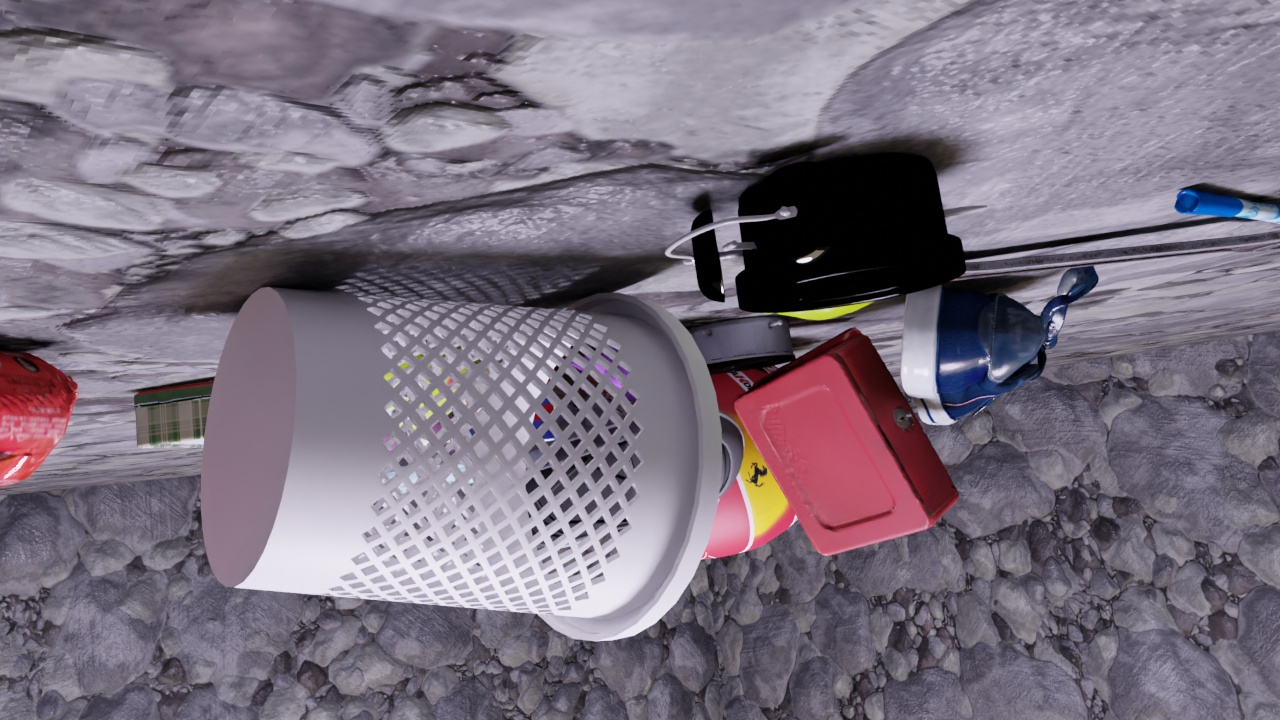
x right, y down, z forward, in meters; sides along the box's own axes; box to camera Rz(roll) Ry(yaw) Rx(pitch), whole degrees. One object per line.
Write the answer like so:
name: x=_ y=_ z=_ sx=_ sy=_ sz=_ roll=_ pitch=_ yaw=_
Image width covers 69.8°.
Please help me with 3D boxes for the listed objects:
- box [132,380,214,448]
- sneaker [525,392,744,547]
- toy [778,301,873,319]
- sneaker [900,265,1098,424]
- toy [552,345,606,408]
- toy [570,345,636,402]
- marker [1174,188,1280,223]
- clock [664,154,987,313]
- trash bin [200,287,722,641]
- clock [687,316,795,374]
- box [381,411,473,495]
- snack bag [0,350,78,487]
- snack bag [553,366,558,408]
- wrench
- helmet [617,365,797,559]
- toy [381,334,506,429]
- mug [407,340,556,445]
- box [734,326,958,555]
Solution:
box: x=-0.273 y=0.035 z=0.716 sx=0.206 sy=0.050 sz=0.117 roll=-9 pitch=171 yaw=14
sneaker: x=-0.008 y=0.064 z=0.789 sx=0.257 sy=0.093 sz=0.160 roll=-24 pitch=-156 yaw=36
toy: x=0.107 y=-0.046 z=0.468 sx=0.094 sy=0.036 sz=0.093 roll=-14 pitch=169 yaw=1
sneaker: x=0.284 y=-0.007 z=0.732 sx=0.127 sy=0.120 sz=0.294 roll=4 pitch=175 yaw=21
toy: x=-0.046 y=0.015 z=0.791 sx=0.041 sy=0.055 sz=0.101 roll=31 pitch=-175 yaw=25
toy: x=-0.004 y=0.005 z=0.719 sx=0.106 sy=0.056 sz=0.088 roll=11 pitch=168 yaw=-33
marker: x=0.327 y=-0.082 z=0.498 sx=0.141 sy=0.013 sz=0.013 roll=-3 pitch=173 yaw=-38
clock: x=0.069 y=-0.048 z=0.361 sx=0.120 sy=0.042 sz=0.091 roll=-4 pitch=173 yaw=-26
trash bin: x=-0.098 y=0.046 z=0.467 sx=0.199 sy=0.195 sz=0.196 roll=10 pitch=165 yaw=-38
clock: x=0.079 y=-0.010 z=0.772 sx=0.094 sy=0.035 sz=0.123 roll=-7 pitch=175 yaw=-2
box: x=-0.236 y=0.078 z=0.810 sx=0.214 sy=0.089 sz=0.093 roll=-10 pitch=150 yaw=10
snack bag: x=-0.336 y=0.026 z=0.414 sx=0.082 sy=0.082 sz=0.176 roll=-8 pitch=175 yaw=7
snack bag: x=-0.114 y=0.029 z=0.893 sx=0.224 sy=0.041 sz=0.078 roll=-3 pitch=172 yaw=-24
wrench: x=0.275 y=-0.063 z=0.566 sx=0.273 sy=0.010 sz=0.070 roll=-6 pitch=177 yaw=6
helmet: x=0.077 y=0.097 z=0.971 sx=0.224 sy=0.197 sz=0.271 roll=-24 pitch=-172 yaw=-16
toy: x=-0.124 y=0.014 z=0.600 sx=0.117 sy=0.043 sz=0.092 roll=4 pitch=139 yaw=-27
mug: x=-0.119 y=0.026 z=0.671 sx=0.111 sy=0.076 sz=0.075 roll=-4 pitch=173 yaw=-30
box: x=0.175 y=0.063 z=0.748 sx=0.151 sy=0.157 sz=0.165 roll=-31 pitch=180 yaw=-5
